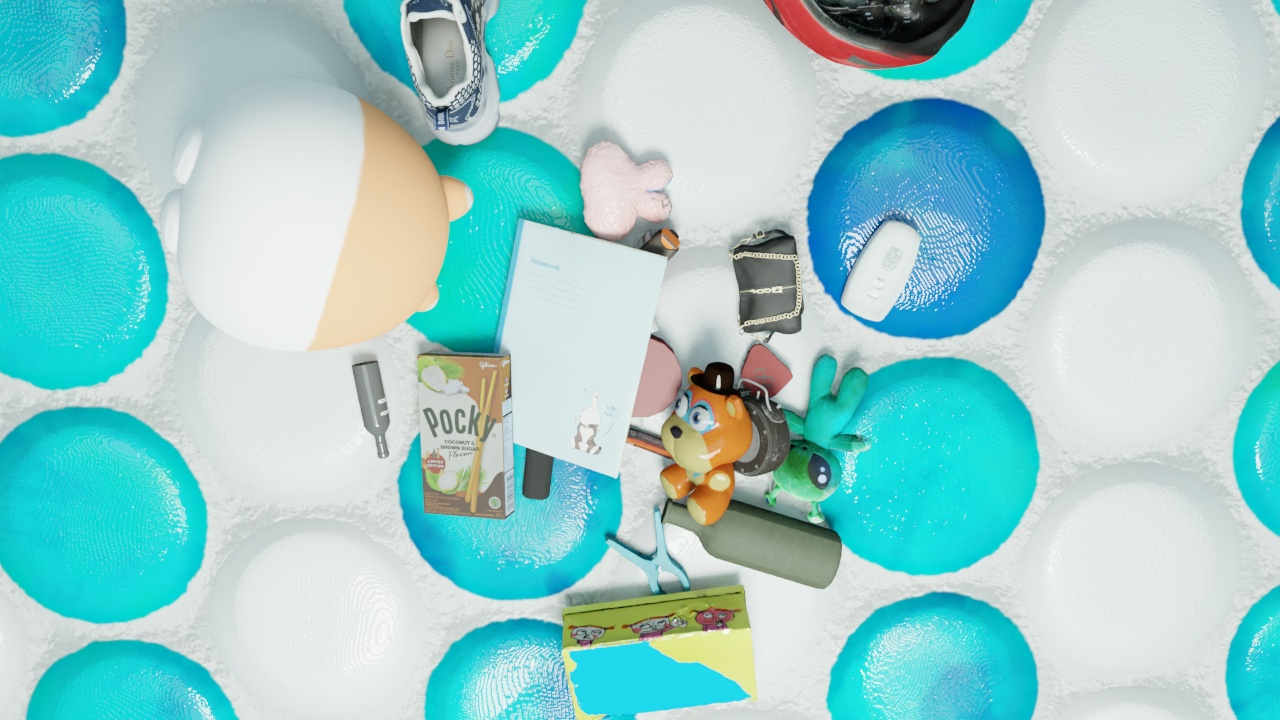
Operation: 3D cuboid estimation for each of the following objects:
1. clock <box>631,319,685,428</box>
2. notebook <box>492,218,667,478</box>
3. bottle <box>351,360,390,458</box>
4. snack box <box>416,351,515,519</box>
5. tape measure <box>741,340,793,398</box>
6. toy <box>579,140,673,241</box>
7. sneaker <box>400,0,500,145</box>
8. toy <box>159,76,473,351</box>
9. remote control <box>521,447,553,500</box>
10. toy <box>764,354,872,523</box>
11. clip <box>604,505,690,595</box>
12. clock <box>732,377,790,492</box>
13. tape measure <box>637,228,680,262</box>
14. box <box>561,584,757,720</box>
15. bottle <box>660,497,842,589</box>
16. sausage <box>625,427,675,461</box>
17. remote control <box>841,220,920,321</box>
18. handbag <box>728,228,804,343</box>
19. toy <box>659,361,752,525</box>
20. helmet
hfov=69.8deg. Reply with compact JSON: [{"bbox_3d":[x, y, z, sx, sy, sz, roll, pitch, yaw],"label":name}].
[{"bbox_3d":[-0.006,0.006,1.042,0.096,0.048,0.137,-33,98,5],"label":"clock"},{"bbox_3d":[-0.081,-0.014,1.020,0.181,0.009,0.254,17,104,17],"label":"notebook"},{"bbox_3d":[-0.307,0.058,1.058,0.030,0.030,0.113,-9,100,1],"label":"bottle"},{"bbox_3d":[-0.199,0.085,1.050,0.101,0.031,0.186,2,100,14],"label":"snack box"},{"bbox_3d":[0.139,0.015,1.060,0.059,0.019,0.051,44,99,-1],"label":"tape measure"},{"bbox_3d":[-0.015,-0.186,1.010,0.105,0.053,0.108,-3,100,-11],"label":"toy"},{"bbox_3d":[-0.202,-0.361,0.935,0.103,0.132,0.269,-3,99,2],"label":"sneaker"},{"bbox_3d":[-0.320,-0.140,0.918,0.280,0.265,0.263,11,117,-31],"label":"toy"},{"bbox_3d":[-0.116,0.091,1.073,0.033,0.015,0.147,7,100,-2],"label":"remote control"},{"bbox_3d":[0.204,0.092,1.053,0.131,0.072,0.193,24,97,35],"label":"toy"},{"bbox_3d":[0.028,0.235,1.096,0.103,0.027,0.120,-29,98,7],"label":"clip"},{"bbox_3d":[0.130,0.079,1.039,0.043,0.091,0.123,-8,114,-40],"label":"clock"},{"bbox_3d":[0.016,-0.123,1.015,0.038,0.058,0.058,44,118,-7],"label":"tape measure"},{"bbox_3d":[0.021,0.343,1.076,0.221,0.079,0.124,-8,116,3],"label":"box"},{"bbox_3d":[0.126,0.204,1.067,0.207,0.071,0.071,17,99,-3],"label":"bottle"},{"bbox_3d":[0.030,0.104,1.074,0.155,0.020,0.020,21,99,-4],"label":"sausage"},{"bbox_3d":[0.272,-0.102,1.036,0.060,0.028,0.114,23,99,-4],"label":"remote control"},{"bbox_3d":[0.142,-0.083,1.033,0.079,0.054,0.128,-4,103,11],"label":"handbag"},{"bbox_3d":[0.073,0.086,1.008,0.096,0.112,0.176,9,105,-34],"label":"toy"},{"bbox_3d":[0.210,-0.412,0.910,0.272,0.167,0.217,45,82,-13],"label":"helmet"}]
